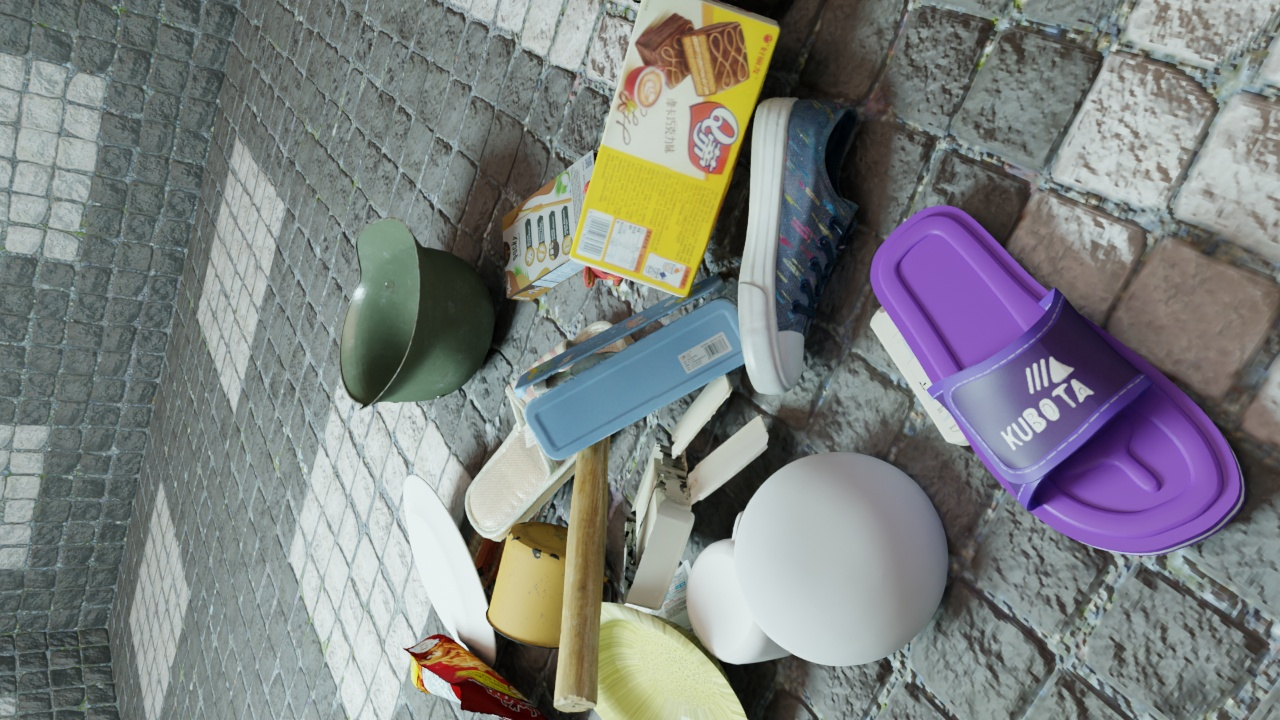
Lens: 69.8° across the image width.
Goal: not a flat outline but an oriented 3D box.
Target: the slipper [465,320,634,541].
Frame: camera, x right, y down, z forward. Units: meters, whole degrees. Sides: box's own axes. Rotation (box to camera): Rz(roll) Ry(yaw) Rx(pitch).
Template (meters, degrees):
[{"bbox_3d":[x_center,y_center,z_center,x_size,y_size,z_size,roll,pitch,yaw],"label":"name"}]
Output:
[{"bbox_3d":[-0.102,0.070,0.933,0.263,0.052,0.115,-52,52,12],"label":"slipper"}]

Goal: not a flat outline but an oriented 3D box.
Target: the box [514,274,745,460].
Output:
[{"bbox_3d":[-0.005,0.006,0.805,0.209,0.073,0.085,-27,17,6],"label":"box"}]

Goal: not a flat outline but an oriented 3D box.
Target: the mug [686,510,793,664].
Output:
[{"bbox_3d":[0.087,0.174,0.712,0.094,0.068,0.115,1,86,52],"label":"mug"}]

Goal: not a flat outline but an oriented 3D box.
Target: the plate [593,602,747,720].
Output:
[{"bbox_3d":[0.021,0.269,0.769,0.184,0.036,0.185,21,128,29],"label":"plate"}]

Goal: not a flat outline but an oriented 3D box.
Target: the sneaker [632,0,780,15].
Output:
[{"bbox_3d":[0.037,-0.306,0.821,0.238,0.101,0.143,-60,42,25],"label":"sneaker"}]

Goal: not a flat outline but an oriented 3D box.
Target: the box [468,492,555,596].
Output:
[{"bbox_3d":[-0.151,0.192,1.025,0.071,0.056,0.187,29,113,16],"label":"box"}]

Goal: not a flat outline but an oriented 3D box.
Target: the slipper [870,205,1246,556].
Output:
[{"bbox_3d":[0.217,-0.002,0.543,0.107,0.084,0.266,-45,49,20],"label":"slipper"}]

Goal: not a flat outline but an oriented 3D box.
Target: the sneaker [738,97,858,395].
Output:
[{"bbox_3d":[0.127,-0.089,0.707,0.079,0.087,0.235,2,83,27],"label":"sneaker"}]

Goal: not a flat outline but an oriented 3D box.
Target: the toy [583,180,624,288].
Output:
[{"bbox_3d":[-0.032,-0.136,0.895,0.094,0.088,0.132,-47,50,41],"label":"toy"}]

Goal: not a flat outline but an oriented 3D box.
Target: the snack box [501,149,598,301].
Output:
[{"bbox_3d":[-0.089,-0.143,1.011,0.186,0.031,0.101,-23,67,48],"label":"snack box"}]

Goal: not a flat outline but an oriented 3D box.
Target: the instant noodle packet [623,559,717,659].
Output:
[{"bbox_3d":[0.015,0.247,0.827,0.135,0.026,0.087,-44,53,39],"label":"instant noodle packet"}]

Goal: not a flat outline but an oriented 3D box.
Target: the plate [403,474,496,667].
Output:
[{"bbox_3d":[-0.232,0.249,1.070,0.242,0.016,0.243,38,138,44],"label":"plate"}]

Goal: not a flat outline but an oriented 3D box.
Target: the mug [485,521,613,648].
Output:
[{"bbox_3d":[-0.082,0.222,0.909,0.124,0.100,0.094,16,97,10],"label":"mug"}]

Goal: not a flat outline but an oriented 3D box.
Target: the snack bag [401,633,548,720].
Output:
[{"bbox_3d":[-0.171,0.355,0.972,0.208,0.139,0.066,0,59,57],"label":"snack bag"}]

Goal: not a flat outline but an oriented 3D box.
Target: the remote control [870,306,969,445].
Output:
[{"bbox_3d":[0.201,0.003,0.635,0.038,0.018,0.125,-53,46,33],"label":"remote control"}]

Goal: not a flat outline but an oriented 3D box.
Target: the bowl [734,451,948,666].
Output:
[{"bbox_3d":[0.131,0.130,0.630,0.150,0.043,0.149,-9,66,21],"label":"bowl"}]

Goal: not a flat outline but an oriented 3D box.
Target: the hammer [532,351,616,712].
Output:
[{"bbox_3d":[-0.042,0.126,0.778,0.132,0.033,0.329,-14,49,18],"label":"hammer"}]

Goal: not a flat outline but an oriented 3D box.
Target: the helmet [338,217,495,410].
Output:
[{"bbox_3d":[-0.272,-0.040,1.129,0.269,0.153,0.226,-26,64,42],"label":"helmet"}]

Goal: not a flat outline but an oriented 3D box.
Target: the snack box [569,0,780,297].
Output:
[{"bbox_3d":[0.027,-0.178,0.756,0.061,0.110,0.231,-70,-1,-65],"label":"snack box"}]

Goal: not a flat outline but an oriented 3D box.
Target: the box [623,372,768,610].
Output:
[{"bbox_3d":[0.037,0.105,0.771,0.188,0.058,0.144,-61,9,17],"label":"box"}]
